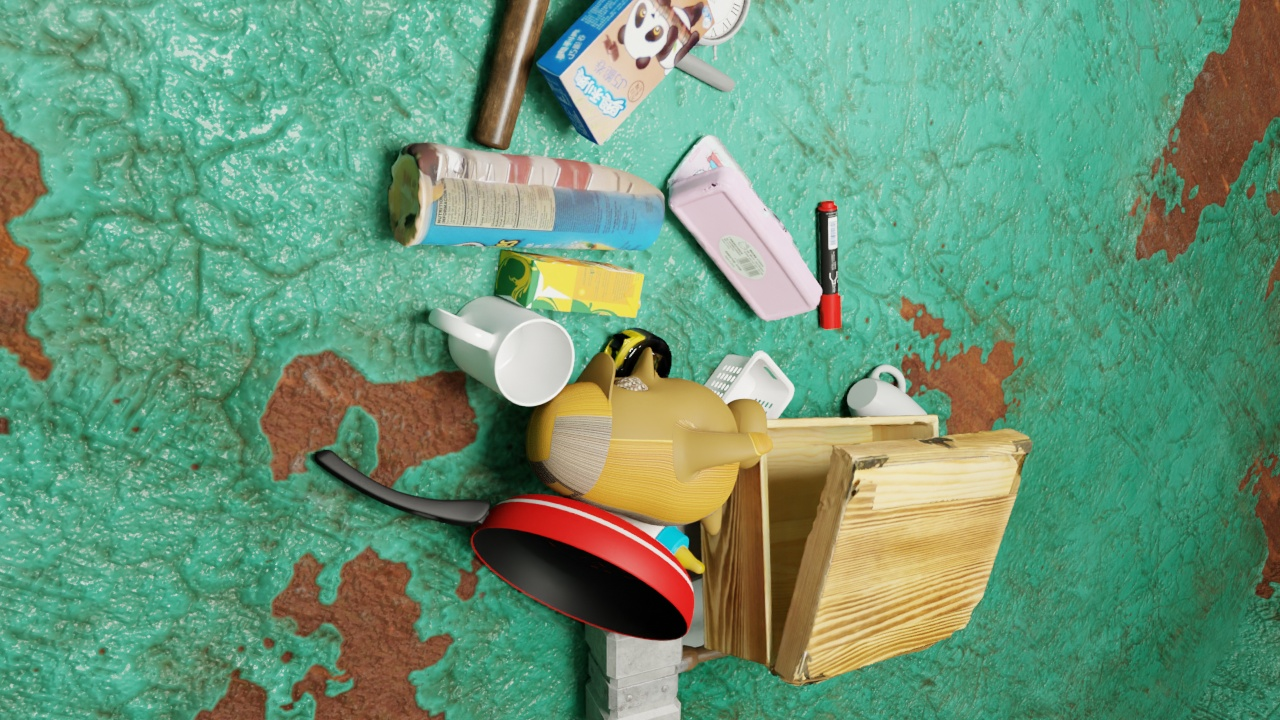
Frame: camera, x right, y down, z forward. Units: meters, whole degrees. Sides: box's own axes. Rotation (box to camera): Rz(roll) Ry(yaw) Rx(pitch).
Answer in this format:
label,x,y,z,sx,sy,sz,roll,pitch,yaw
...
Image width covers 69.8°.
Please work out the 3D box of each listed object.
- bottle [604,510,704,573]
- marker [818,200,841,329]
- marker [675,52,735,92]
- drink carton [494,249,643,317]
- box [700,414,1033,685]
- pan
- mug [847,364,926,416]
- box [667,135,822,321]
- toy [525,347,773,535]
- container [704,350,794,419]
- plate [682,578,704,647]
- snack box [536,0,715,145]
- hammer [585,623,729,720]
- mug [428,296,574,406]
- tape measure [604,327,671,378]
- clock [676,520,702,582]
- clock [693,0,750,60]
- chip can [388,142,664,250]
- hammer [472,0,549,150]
label,x,y,z,sx,sy,sz,roll,pitch,yaw
bottle,0.001,0.166,0.884,0.051,0.146,0.051,-40,144,-37
marker,0.212,-0.106,1.027,0.021,0.023,0.145,-53,141,-61
marker,0.037,-0.276,0.847,0.138,0.016,0.022,15,127,-39
drink carton,-0.060,-0.068,0.817,0.122,0.058,0.041,4,103,-37
box,0.226,0.184,0.911,0.278,0.216,0.257,1,88,-38
pan,-0.110,0.152,0.805,0.356,0.209,0.067,33,59,-15
mug,0.300,0.048,1.126,0.089,0.071,0.107,37,54,-30
box,0.108,-0.135,0.925,0.202,0.088,0.095,45,44,-38
toy,-0.006,0.069,0.821,0.203,0.199,0.162,10,77,-31
container,0.097,0.054,0.980,0.129,0.049,0.081,-53,128,-10
plate,0.043,0.270,1.025,0.134,0.011,0.135,-8,112,-20
snack box,-0.008,-0.260,0.750,0.151,0.034,0.087,-48,148,-6
hammer,0.100,0.314,1.009,0.317,0.083,0.163,-7,110,-21
mug,-0.124,-0.016,0.767,0.110,0.090,0.074,25,90,-39
tape measure,-0.005,0.005,0.894,0.071,0.042,0.072,19,94,-36
clock,0.050,0.176,0.967,0.159,0.045,0.122,19,93,-22
clock,0.060,-0.343,0.826,0.094,0.035,0.122,15,97,-39
chip can,-0.090,-0.132,0.765,0.229,0.080,0.080,-3,107,-36
hammer,-0.048,-0.310,0.744,0.217,0.037,0.301,11,102,-29
